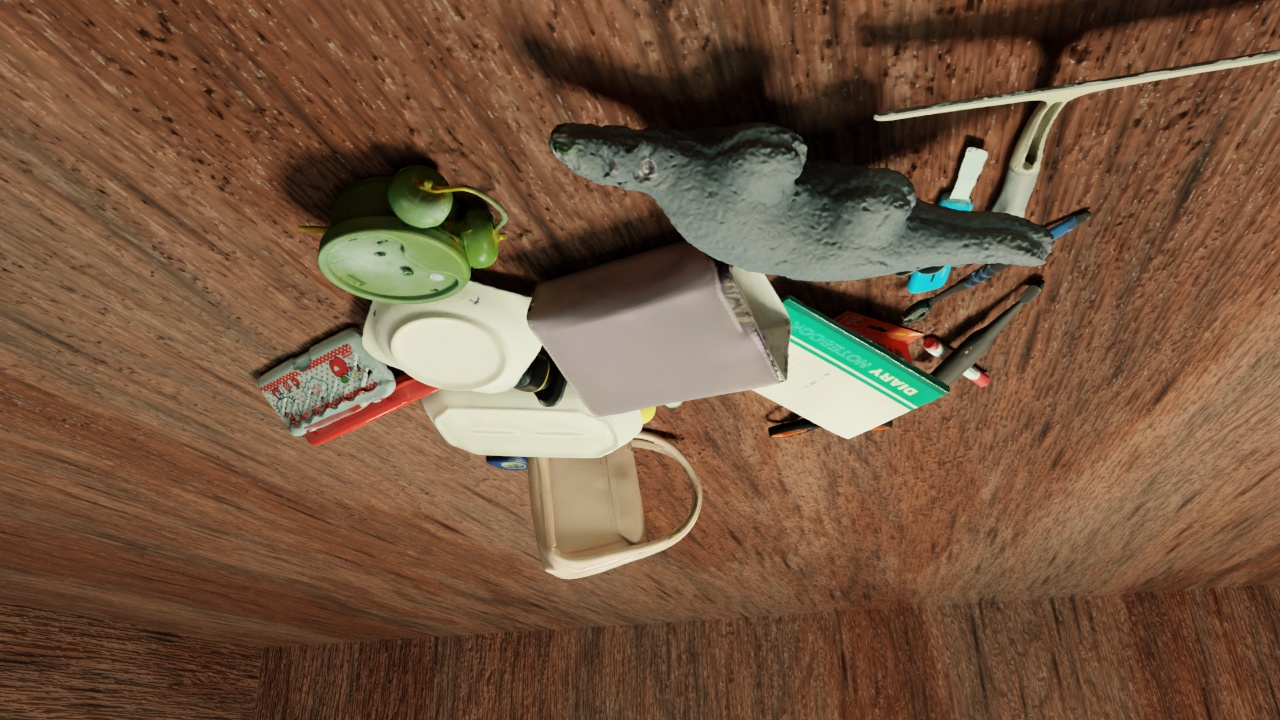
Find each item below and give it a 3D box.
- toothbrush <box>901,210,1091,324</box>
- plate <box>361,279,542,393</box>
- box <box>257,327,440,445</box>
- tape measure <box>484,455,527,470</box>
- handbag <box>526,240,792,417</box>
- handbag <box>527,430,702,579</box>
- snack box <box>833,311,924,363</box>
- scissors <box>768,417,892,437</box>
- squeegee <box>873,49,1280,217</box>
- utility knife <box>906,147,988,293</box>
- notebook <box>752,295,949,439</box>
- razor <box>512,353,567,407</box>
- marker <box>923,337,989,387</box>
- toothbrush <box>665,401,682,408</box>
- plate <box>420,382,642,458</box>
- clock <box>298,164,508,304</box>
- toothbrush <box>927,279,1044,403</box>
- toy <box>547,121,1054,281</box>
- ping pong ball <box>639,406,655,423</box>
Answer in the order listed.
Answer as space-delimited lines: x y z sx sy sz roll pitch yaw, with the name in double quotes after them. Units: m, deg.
0.310 -0.080 0.816 0.014 0.016 0.190 50 130 -8 "toothbrush"
-0.179 -0.017 0.874 0.164 0.034 0.164 17 139 -17 "plate"
-0.320 0.023 1.011 0.202 0.099 0.112 -22 -177 36 "box"
-0.181 0.137 1.290 0.058 0.025 0.054 -8 157 23 "tape measure"
0.018 -0.035 0.825 0.197 0.098 0.145 -13 138 26 "handbag"
-0.027 0.176 1.205 0.234 0.193 0.094 -3 159 -17 "handbag"
0.223 0.003 0.986 0.113 0.044 0.127 13 152 -29 "snack box"
0.245 0.072 1.129 0.230 0.021 0.221 5 166 -39 "scissors"
0.285 -0.142 0.670 0.247 0.039 0.247 -7 159 8 "squeegee"
0.255 -0.113 0.761 0.034 0.018 0.209 -4 155 5 "utility knife"
0.186 0.013 0.939 0.209 0.012 0.151 27 145 -20 "notebook"
-0.156 0.001 0.962 0.167 0.062 0.068 17 175 -24 "razor"
0.354 0.002 1.027 0.017 0.017 0.145 -21 150 37 "marker"
-0.006 0.006 1.002 0.026 0.027 0.224 -44 147 4 "toothbrush"
-0.131 0.073 1.080 0.266 0.034 0.162 1 147 10 "plate"
-0.178 -0.099 0.721 0.161 0.056 0.116 -14 154 26 "clock"
0.348 -0.017 0.947 0.027 0.026 0.213 -33 163 -31 "toothbrush"
0.105 -0.109 0.652 0.356 0.091 0.138 11 174 -13 "toy"
-0.002 0.056 1.098 0.040 0.040 0.040 -1 156 -1 "ping pong ball"
